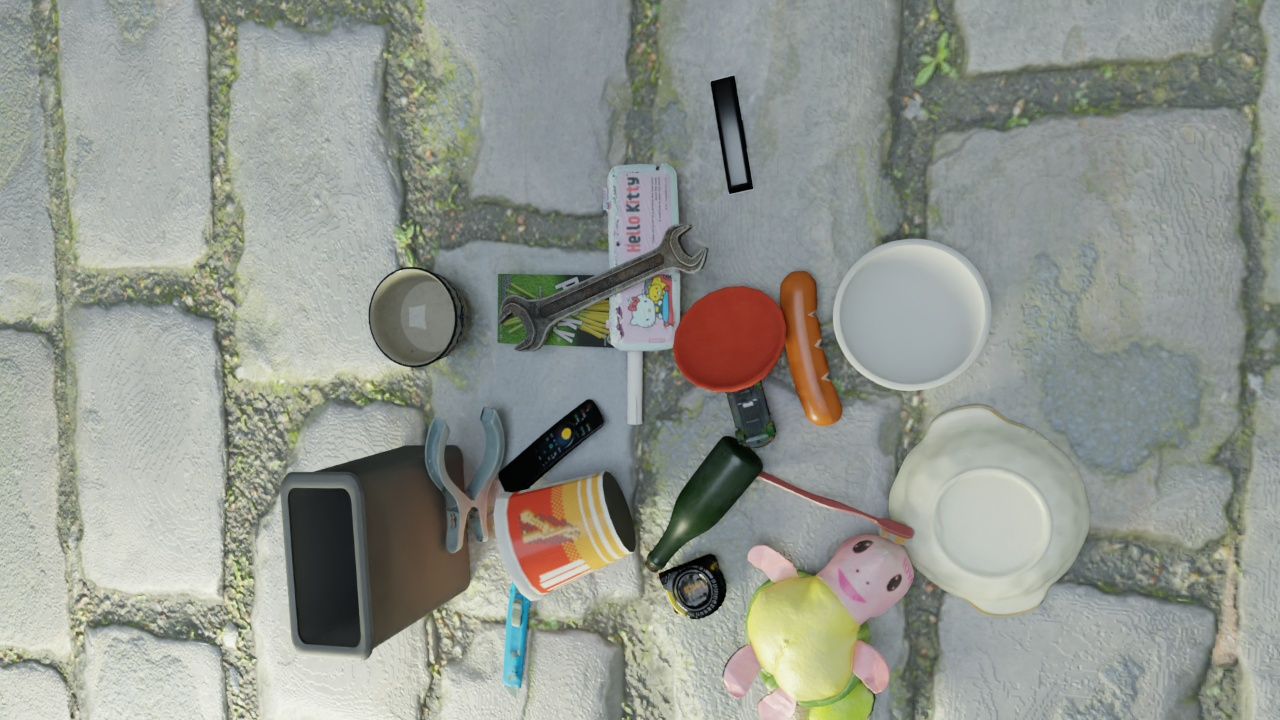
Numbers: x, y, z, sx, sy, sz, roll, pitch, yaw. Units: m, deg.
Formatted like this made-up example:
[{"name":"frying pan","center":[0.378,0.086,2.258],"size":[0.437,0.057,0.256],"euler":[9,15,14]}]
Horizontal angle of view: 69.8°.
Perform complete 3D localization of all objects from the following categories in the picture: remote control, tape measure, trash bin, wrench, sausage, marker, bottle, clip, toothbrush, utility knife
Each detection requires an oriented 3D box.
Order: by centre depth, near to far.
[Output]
[{"name":"sausage","center":[0.175,-0.012,0.957],"size":[0.044,0.039,0.164],"euler":[-12,90,-8]},{"name":"toothbrush","center":[0.195,0.150,0.959],"size":[0.184,0.015,0.016],"euler":[21,131,29]},{"name":"wrench","center":[-0.047,-0.076,0.979],"size":[0.274,0.010,0.070],"euler":[-22,83,30]},{"name":"remote control","center":[0.097,-0.241,0.980],"size":[0.028,0.011,0.124],"euler":[-9,91,18]},{"name":"bottle","center":[0.061,0.164,1.000],"size":[0.055,0.055,0.174],"euler":[39,106,11]},{"name":"tape measure","center":[0.064,0.252,1.015],"size":[0.067,0.038,0.062],"euler":[-25,78,15]},{"name":"trash bin","center":[-0.286,0.201,1.024],"size":[0.098,0.219,0.192],"euler":[-2,93,17]},{"name":"marker","center":[-0.006,0.006,1.026],"size":[0.017,0.020,0.133],"euler":[1,94,4]},{"name":"remote control","center":[-0.103,0.104,1.063],"size":[0.152,0.020,0.041],"euler":[-40,57,16]},{"name":"clip","center":[-0.182,0.130,1.075],"size":[0.029,0.142,0.172],"euler":[13,115,40]},{"name":"utility knife","center":[-0.148,0.328,1.099],"size":[0.031,0.015,0.158],"euler":[7,98,21]}]

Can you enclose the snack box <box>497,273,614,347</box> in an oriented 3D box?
[{"name":"snack box","center":[-0.090,-0.057,1.045],"size":[0.148,0.025,0.080],"euler":[3,95,17]}]

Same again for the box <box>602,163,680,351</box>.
[{"name":"box","center":[0.001,-0.110,0.989],"size":[0.086,0.044,0.202],"euler":[-1,94,-10]}]

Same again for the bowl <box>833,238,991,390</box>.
[{"name":"bowl","center":[0.272,-0.046,0.922],"size":[0.150,0.043,0.149],"euler":[1,94,17]}]

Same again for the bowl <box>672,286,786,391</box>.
[{"name":"bowl","center":[0.097,-0.017,0.965],"size":[0.122,0.035,0.121],"euler":[-11,61,20]}]

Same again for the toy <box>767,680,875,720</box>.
[{"name":"toy","center":[0.192,0.374,0.979],"size":[0.115,0.046,0.092],"euler":[1,94,24]}]

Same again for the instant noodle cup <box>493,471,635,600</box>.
[{"name":"instant noodle cup","center":[-0.079,0.187,1.016],"size":[0.121,0.123,0.123],"euler":[-21,88,10]}]

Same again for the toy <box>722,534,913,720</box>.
[{"name":"toy","center":[0.181,0.273,0.952],"size":[0.190,0.087,0.238],"euler":[43,102,33]}]

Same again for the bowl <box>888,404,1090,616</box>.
[{"name":"bowl","center":[0.343,0.155,0.907],"size":[0.189,0.060,0.219],"euler":[-15,90,19]}]

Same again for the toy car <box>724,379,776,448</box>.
[{"name":"toy car","center":[0.116,0.049,0.980],"size":[0.042,0.036,0.091],"euler":[-17,82,13]}]

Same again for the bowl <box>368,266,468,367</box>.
[{"name":"bowl","center":[-0.254,-0.051,1.080],"size":[0.116,0.059,0.115],"euler":[1,94,17]}]
